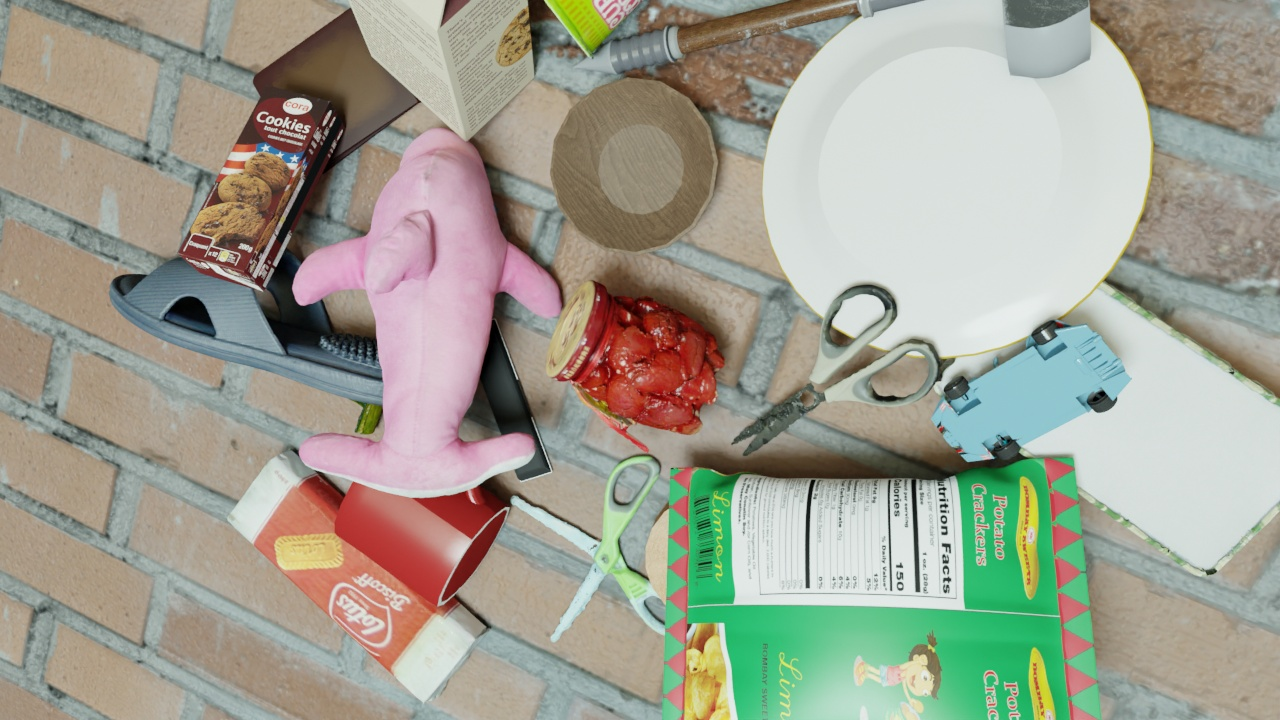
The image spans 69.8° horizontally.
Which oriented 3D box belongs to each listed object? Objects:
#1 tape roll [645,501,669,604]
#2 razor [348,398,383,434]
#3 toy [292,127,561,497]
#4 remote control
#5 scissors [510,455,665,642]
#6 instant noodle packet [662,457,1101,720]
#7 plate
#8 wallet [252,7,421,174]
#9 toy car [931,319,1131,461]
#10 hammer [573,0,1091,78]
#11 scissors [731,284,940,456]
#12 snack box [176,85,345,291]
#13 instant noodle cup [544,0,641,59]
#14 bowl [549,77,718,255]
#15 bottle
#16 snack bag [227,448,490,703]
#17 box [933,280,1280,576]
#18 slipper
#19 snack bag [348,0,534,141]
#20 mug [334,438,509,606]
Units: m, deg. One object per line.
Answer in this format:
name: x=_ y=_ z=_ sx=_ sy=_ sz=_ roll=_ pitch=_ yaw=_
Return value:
tape roll: x=0.051 y=0.137 z=0.651 sx=0.094 sy=0.027 sz=0.094 roll=1 pitch=96 yaw=7
razor: x=-0.248 y=0.016 z=0.728 sx=0.106 sy=0.026 sz=0.042 roll=28 pitch=107 yaw=14
toy: x=-0.145 y=-0.044 z=0.609 sx=0.186 sy=0.128 sz=0.265 roll=2 pitch=78 yaw=-6
remote control: x=-0.101 y=0.031 z=0.693 sx=0.028 sy=0.011 sz=0.124 roll=-19 pitch=93 yaw=17
scissors: x=-0.026 y=0.148 z=0.689 sx=0.172 sy=0.021 sz=0.172 roll=29 pitch=107 yaw=4
instant noodle packet: x=0.137 y=0.159 z=0.561 sx=0.253 sy=0.090 sz=0.195 roll=-4 pitch=71 yaw=18
plate: x=0.179 y=-0.116 z=0.557 sx=0.230 sy=0.021 sz=0.230 roll=0 pitch=90 yaw=28
wallet: x=-0.226 y=-0.207 z=0.691 sx=0.116 sy=0.018 sz=0.091 roll=-30 pitch=90 yaw=15
toy car: x=0.228 y=0.017 z=0.542 sx=0.060 sy=0.027 sz=0.108 roll=49 pitch=126 yaw=-3
hammer: x=0.102 y=-0.217 z=0.571 sx=0.323 sy=0.043 sz=0.155 roll=-5 pitch=67 yaw=25
scissors: x=0.125 y=0.027 z=0.600 sx=0.133 sy=0.012 sz=0.170 roll=28 pitch=121 yaw=25
snack box: x=-0.267 y=-0.123 z=0.652 sx=0.051 sy=0.032 sz=0.140 roll=16 pitch=72 yaw=8
instant noodle cup: x=-0.021 y=-0.266 z=0.587 sx=0.108 sy=0.099 sz=0.099 roll=-36 pitch=88 yaw=10
bowl: x=-0.002 y=-0.132 z=0.631 sx=0.118 sy=0.030 sz=0.118 roll=2 pitch=99 yaw=15
bottle: x=-0.004 y=0.004 z=0.621 sx=0.111 sy=0.099 sz=0.099 roll=23 pitch=106 yaw=-19
snack bag: x=-0.228 y=0.173 z=0.737 sx=0.225 sy=0.041 sz=0.077 roll=41 pitch=104 yaw=8
box: x=0.293 y=0.028 z=0.565 sx=0.205 sy=0.050 sz=0.118 roll=35 pitch=110 yaw=9
slipper: x=-0.274 y=-0.041 z=0.686 sx=0.264 sy=0.101 sz=0.082 roll=19 pitch=104 yaw=9
snack bag: x=-0.127 y=-0.231 z=0.553 sx=0.094 sy=0.206 sz=0.069 roll=42 pitch=78 yaw=6
mug: x=-0.155 y=0.107 z=0.682 sx=0.096 sy=0.080 sz=0.117 roll=33 pitch=112 yaw=9
